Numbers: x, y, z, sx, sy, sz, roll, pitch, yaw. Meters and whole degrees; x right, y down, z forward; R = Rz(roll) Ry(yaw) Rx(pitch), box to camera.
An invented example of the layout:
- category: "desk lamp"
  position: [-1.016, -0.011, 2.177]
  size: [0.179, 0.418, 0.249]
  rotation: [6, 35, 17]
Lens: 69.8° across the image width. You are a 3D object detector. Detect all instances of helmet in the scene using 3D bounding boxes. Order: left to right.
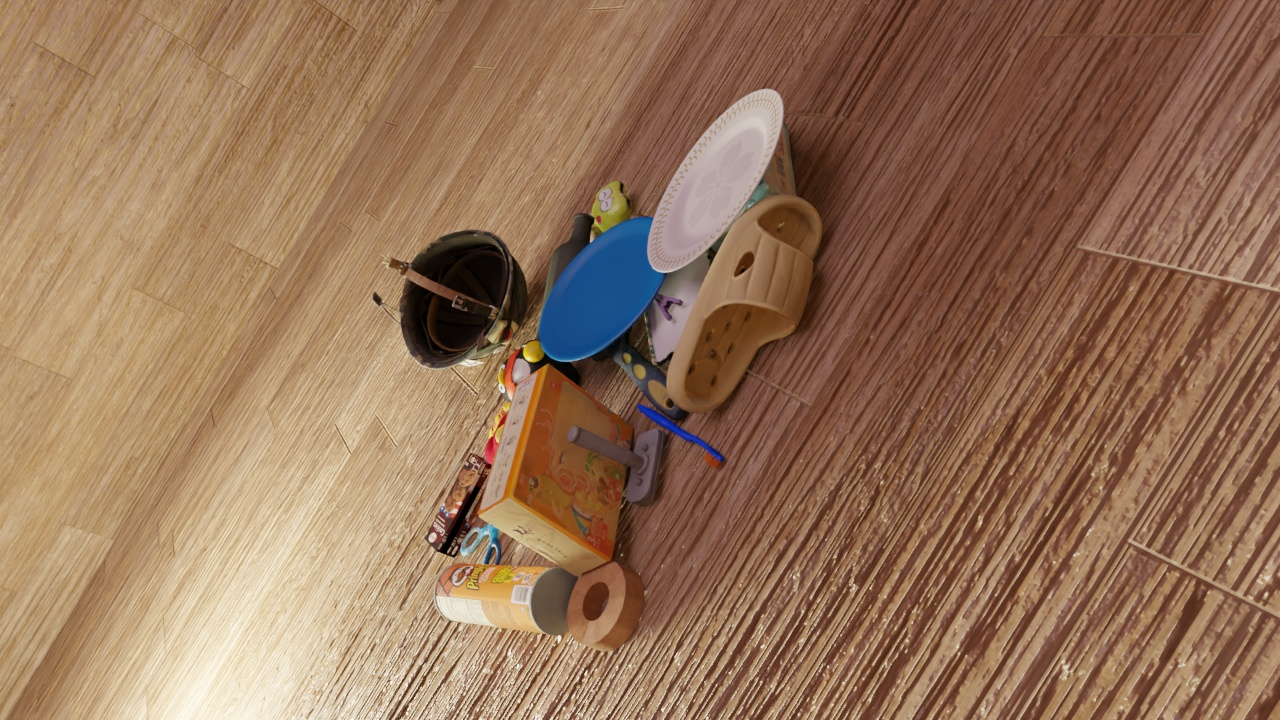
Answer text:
- category: "helmet"
  position: [-0.278, -0.092, 1.404]
  size: [0.193, 0.236, 0.224]
  rotation: [27, 74, 24]

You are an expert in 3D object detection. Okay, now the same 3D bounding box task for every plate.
- category: "plate"
  position: [-0.042, -0.089, 1.181]
  size: [0.225, 0.024, 0.223]
  rotation: [-30, 39, 27]
- category: "plate"
  position: [0.087, -0.205, 1.064]
  size: [0.243, 0.016, 0.242]
  rotation: [-46, 27, 31]

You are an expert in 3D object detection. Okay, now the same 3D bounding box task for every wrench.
- category: "wrench"
  position: [-0.007, 0.007, 1.162]
  size: [0.073, 0.022, 0.273]
  rotation: [-55, 33, 7]

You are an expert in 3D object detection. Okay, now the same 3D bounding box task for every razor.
- category: "razor"
  position: [-0.030, 0.103, 1.032]
  size: [0.047, 0.116, 0.088]
  rotation: [-26, 45, 49]

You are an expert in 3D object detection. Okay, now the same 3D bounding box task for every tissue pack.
- category: "tissue pack"
  position: [0.128, -0.218, 1.120]
  size: [0.112, 0.070, 0.181]
  rotation: [-32, 42, 37]

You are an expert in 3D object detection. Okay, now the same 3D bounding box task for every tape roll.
- category: "tape roll"
  position: [-0.039, 0.265, 0.996]
  size: [0.094, 0.027, 0.093]
  rotation: [-32, 42, 34]

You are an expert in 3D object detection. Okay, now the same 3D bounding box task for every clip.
- category: "clip"
  position: [0.030, -0.063, 1.090]
  size: [0.050, 0.014, 0.046]
  rotation: [-3, 63, 47]

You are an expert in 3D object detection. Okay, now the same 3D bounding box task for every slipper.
- category: "slipper"
  position: [0.117, -0.055, 0.971]
  size: [0.261, 0.111, 0.079]
  rotation: [-61, 31, 5]

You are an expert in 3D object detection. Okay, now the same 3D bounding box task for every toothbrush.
- category: "toothbrush"
  position: [0.041, 0.083, 1.045]
  size: [0.183, 0.016, 0.018]
  rotation: [29, 93, 56]

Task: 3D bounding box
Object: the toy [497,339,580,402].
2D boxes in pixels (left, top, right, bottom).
- category: "toy"
  position: [-0.150, 0.026, 1.263]
  size: [0.119, 0.099, 0.097]
  rotation: [-8, 79, 42]

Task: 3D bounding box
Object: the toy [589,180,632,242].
- category: "toy"
  position: [-0.055, -0.210, 1.376]
  size: [0.115, 0.046, 0.092]
  rotation: [-49, 39, 29]

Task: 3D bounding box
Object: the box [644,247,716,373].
- category: "box"
  position: [0.059, -0.081, 1.124]
  size: [0.118, 0.050, 0.205]
  rotation: [-38, 39, 24]

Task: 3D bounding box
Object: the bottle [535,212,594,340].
- category: "bottle"
  position: [-0.097, -0.114, 1.312]
  size: [0.072, 0.071, 0.206]
  rotation: [-14, 60, 47]

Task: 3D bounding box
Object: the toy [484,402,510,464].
- category: "toy"
  position: [-0.184, 0.112, 1.280]
  size: [0.105, 0.067, 0.137]
  rotation: [-65, 25, 3]

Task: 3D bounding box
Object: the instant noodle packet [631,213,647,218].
- category: "instant noodle packet"
  position: [-0.006, -0.140, 1.262]
  size: [0.098, 0.039, 0.135]
  rotation: [28, 89, 53]

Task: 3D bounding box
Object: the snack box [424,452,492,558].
- category: "snack box"
  position: [-0.255, 0.207, 1.320]
  size: [0.051, 0.031, 0.141]
  rotation: [19, 80, 56]

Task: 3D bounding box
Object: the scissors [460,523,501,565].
- category: "scissors"
  position: [-0.201, 0.236, 1.246]
  size: [0.134, 0.012, 0.134]
  rotation: [-46, 35, 16]

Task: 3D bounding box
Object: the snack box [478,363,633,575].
- category: "snack box"
  position: [-0.094, 0.127, 1.050]
  size: [0.081, 0.145, 0.194]
  rotation: [-32, 32, 34]

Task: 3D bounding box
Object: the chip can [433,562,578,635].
- category: "chip can"
  position: [-0.162, 0.283, 1.099]
  size: [0.216, 0.075, 0.075]
  rotation: [-12, 55, 48]
